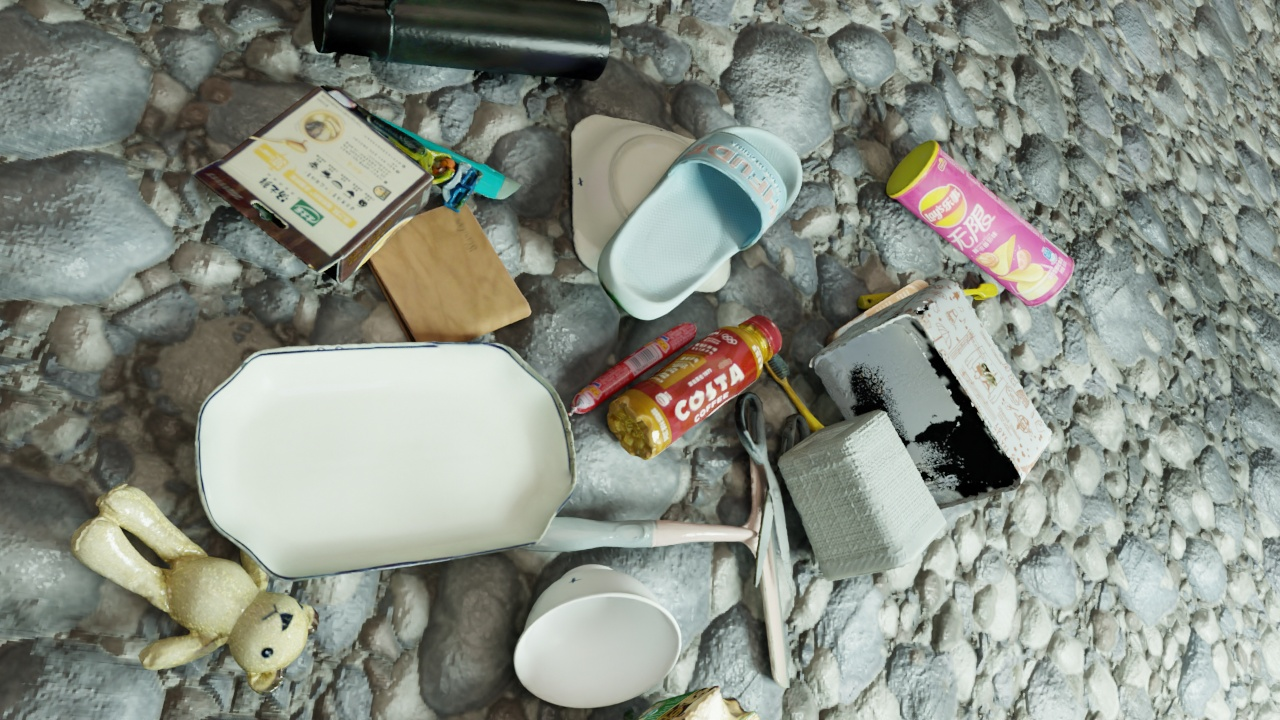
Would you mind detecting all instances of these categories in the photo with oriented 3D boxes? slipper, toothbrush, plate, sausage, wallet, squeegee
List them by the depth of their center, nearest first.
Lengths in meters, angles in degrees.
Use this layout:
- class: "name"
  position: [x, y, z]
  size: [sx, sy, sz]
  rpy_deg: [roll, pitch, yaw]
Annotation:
- class: "plate"
  position: [-0.172, 0.068, 0.654]
  size: [0.265, 0.034, 0.162]
  rpy_deg: [-3, 71, -32]
- class: "wallet"
  position: [-0.156, -0.067, 0.727]
  size: [0.101, 0.020, 0.115]
  rpy_deg: [-28, 84, -33]
- class: "squeegee"
  position: [0.014, 0.139, 0.732]
  size: [0.249, 0.040, 0.247]
  rpy_deg: [5, 71, -25]
- class: "sausage"
  position: [-0.005, 0.005, 0.779]
  size: [0.155, 0.020, 0.020]
  rpy_deg: [-34, 90, -32]
- class: "slipper"
  position: [0.058, -0.130, 0.784]
  size: [0.104, 0.074, 0.244]
  rpy_deg: [47, 60, -5]
- class: "plate"
  position: [0.018, -0.147, 0.834]
  size: [0.164, 0.034, 0.163]
  rpy_deg: [6, 70, -26]
- class: "toothbrush"
  position: [0.171, 0.070, 0.847]
  size: [0.016, 0.018, 0.191]
  rpy_deg: [-36, 91, -30]
- class: "toothbrush"
  position: [0.303, -0.066, 0.963]
  size: [0.189, 0.017, 0.015]
  rpy_deg: [-7, 77, -27]

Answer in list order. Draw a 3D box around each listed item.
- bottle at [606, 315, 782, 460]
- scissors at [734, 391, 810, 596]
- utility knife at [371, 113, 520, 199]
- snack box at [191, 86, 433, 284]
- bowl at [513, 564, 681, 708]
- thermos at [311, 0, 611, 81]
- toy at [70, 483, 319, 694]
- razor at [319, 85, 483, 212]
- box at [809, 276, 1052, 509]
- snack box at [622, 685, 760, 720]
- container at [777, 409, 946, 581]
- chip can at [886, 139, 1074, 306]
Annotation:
- class: "bottle"
  position: [0.052, 0.017, 0.781]
  size: [0.174, 0.058, 0.057]
  rpy_deg: [-34, 90, -32]
- class: "scissors"
  position: [0.115, 0.107, 0.789]
  size: [0.174, 0.014, 0.159]
  rpy_deg: [-40, 103, -46]
- class: "utility knife"
  position: [-0.174, -0.170, 0.756]
  size: [0.157, 0.013, 0.029]
  rpy_deg: [24, 62, -15]
- class: "snack box"
  position: [-0.237, -0.126, 0.677]
  size: [0.113, 0.053, 0.125]
  rpy_deg: [38, 61, 0]
- class: "bowl"
  position: [-0.034, 0.188, 0.666]
  size: [0.118, 0.118, 0.064]
  rpy_deg: [18, 28, -21]
- class: "thermos"
  position: [-0.142, -0.279, 0.765]
  size: [0.242, 0.090, 0.068]
  rpy_deg: [-5, 92, -29]
- class: "toy"
  position: [-0.273, 0.138, 0.569]
  size: [0.157, 0.066, 0.104]
  rpy_deg: [43, 42, -17]
- class: "razor"
  position: [-0.194, -0.176, 0.729]
  size: [0.142, 0.022, 0.042]
  rpy_deg: [33, 66, -11]
- class: "box"
  position: [0.284, 0.018, 0.850]
  size: [0.192, 0.157, 0.183]
  rpy_deg: [-34, 92, -38]
- class: "snack box"
  position: [0.026, 0.301, 0.644]
  size: [0.118, 0.106, 0.117]
  rpy_deg: [-27, 88, -30]
- class: "container"
  position: [0.186, 0.113, 0.786]
  size: [0.090, 0.090, 0.114]
  rpy_deg: [-25, 89, -47]
- class: "chip can"
  position: [0.366, -0.145, 0.989]
  size: [0.210, 0.072, 0.071]
  rpy_deg: [35, 61, -13]
